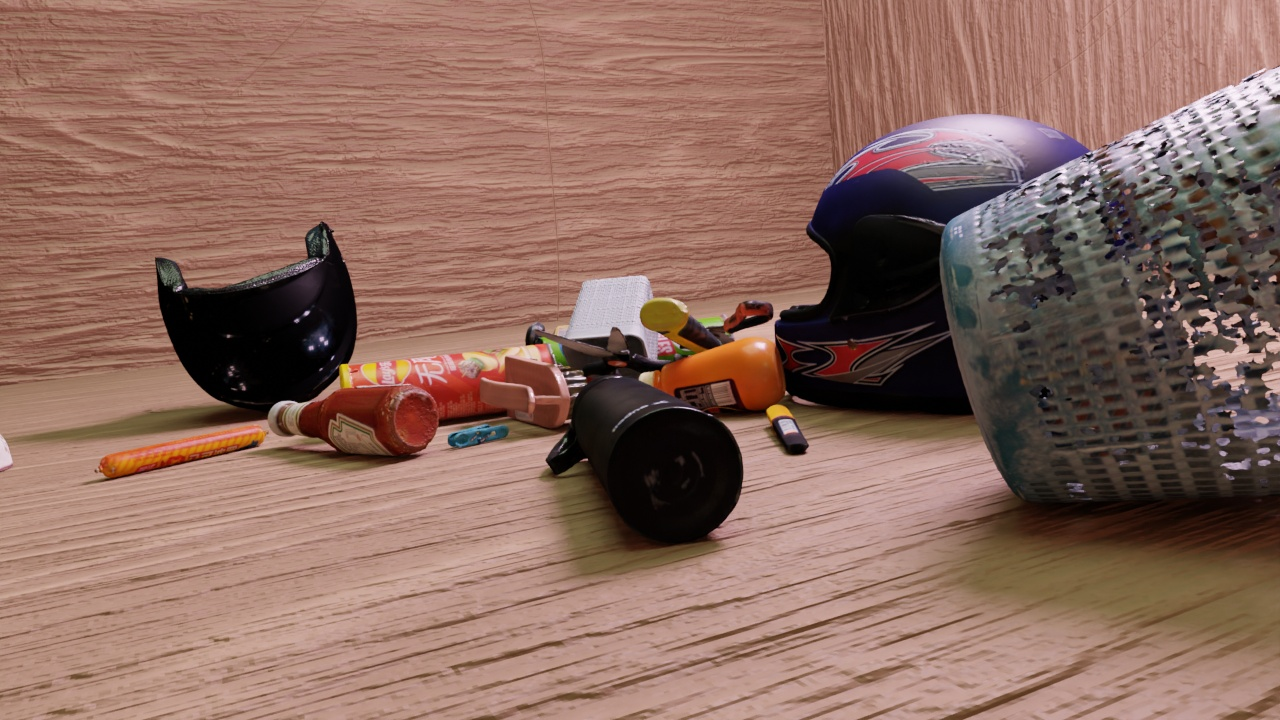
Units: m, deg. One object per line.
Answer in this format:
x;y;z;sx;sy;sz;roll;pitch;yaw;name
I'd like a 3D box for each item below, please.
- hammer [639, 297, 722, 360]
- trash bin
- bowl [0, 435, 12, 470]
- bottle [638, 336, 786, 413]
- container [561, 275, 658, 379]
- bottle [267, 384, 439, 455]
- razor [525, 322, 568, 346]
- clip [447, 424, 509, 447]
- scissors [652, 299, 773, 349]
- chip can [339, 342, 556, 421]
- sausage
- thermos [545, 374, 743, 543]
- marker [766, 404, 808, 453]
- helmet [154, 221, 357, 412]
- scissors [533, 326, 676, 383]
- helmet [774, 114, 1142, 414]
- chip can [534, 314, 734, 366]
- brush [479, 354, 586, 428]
0.063;-0.014;0.927;0.126;0.032;0.323;-6;-10;18;hammer
0.257;-0.023;0.426;0.195;0.226;0.226;-17;0;28;trash bin
-0.685;0.085;0.895;0.113;0.062;0.113;-7;6;1;bowl
0.054;0.022;0.835;0.150;0.067;0.066;-12;4;16;bottle
-0.027;-0.030;1.021;0.090;0.090;0.111;-4;43;13;container
-0.263;0.052;0.815;0.206;0.060;0.059;-3;6;39;bottle
-0.077;-0.030;1.216;0.167;0.062;0.067;-7;39;-24;razor
-0.143;0.065;0.798;0.038;0.013;0.055;-2;7;39;clip
0.074;-0.034;0.961;0.189;0.015;0.226;-10;-13;40;scissors
-0.196;0.027;0.947;0.216;0.073;0.073;-7;6;-18;chip can
-0.419;0.082;0.850;0.021;0.021;0.164;-1;7;37;sausage
-0.010;0.056;0.562;0.090;0.068;0.242;-39;8;-6;thermos
0.109;0.052;0.687;0.018;0.015;0.123;-7;8;2;marker
-0.489;-0.046;1.200;0.233;0.230;0.275;-14;0;-18;helmet
-0.016;0.007;0.893;0.220;0.021;0.229;12;-16;-24;scissors
0.258;-0.086;0.800;0.246;0.240;0.316;-9;6;-44;helmet
-0.006;-0.007;1.117;0.236;0.072;0.072;-7;6;-10;chip can
-0.101;0.031;0.865;0.073;0.063;0.146;-4;6;-27;brush
